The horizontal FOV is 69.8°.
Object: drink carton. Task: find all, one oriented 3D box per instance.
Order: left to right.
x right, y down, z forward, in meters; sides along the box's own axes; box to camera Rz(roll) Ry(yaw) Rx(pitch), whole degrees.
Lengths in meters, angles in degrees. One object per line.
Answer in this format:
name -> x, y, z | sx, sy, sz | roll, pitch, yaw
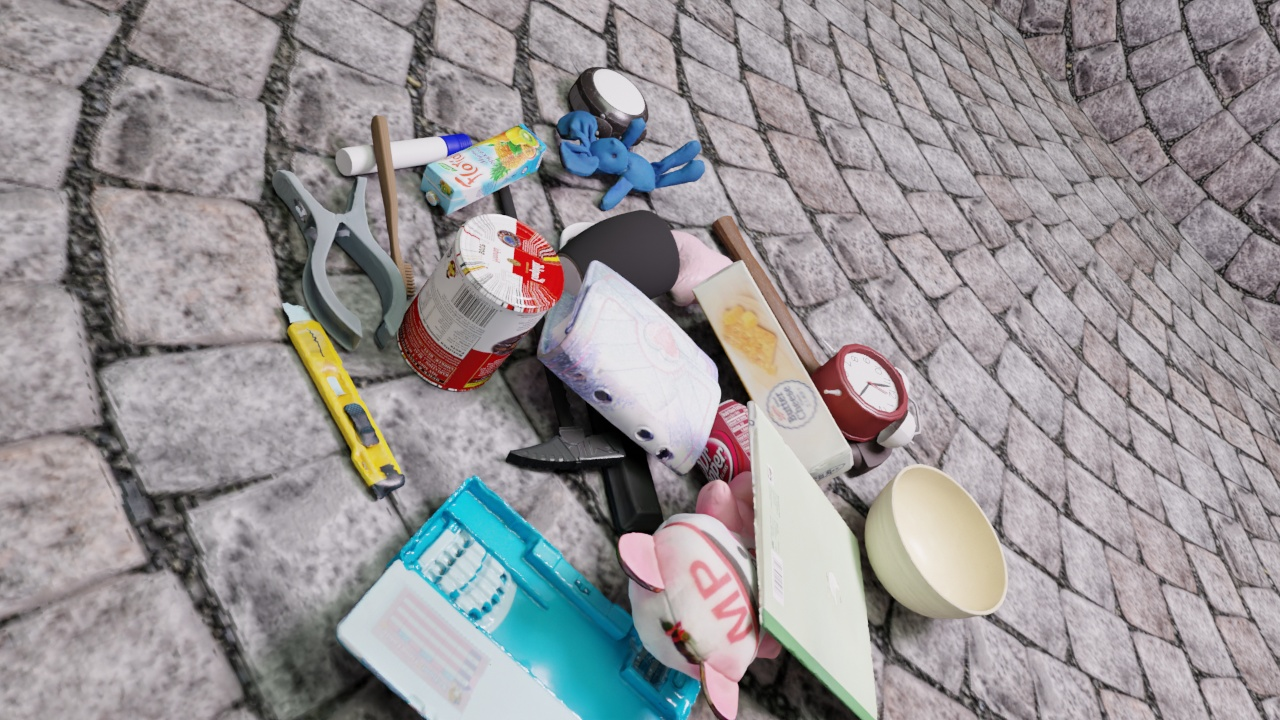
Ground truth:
drink carton -> -0.143, -0.176, 0.839 | 0.044, 0.039, 0.128 | 44, 48, 9

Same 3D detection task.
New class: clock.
clock -> -0.031, -0.284, 1.026 | 0.091, 0.044, 0.122 | 2, 57, -39
clock -> 0.233, 0.036, 0.938 | 0.137, 0.048, 0.096 | 22, 47, -19

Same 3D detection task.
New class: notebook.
notebook -> 0.142, 0.172, 0.737 | 0.252, 0.010, 0.181 | 50, 32, -43

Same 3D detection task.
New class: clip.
clip -> -0.217, -0.081, 0.722 | 0.107, 0.028, 0.163 | -7, 63, -45

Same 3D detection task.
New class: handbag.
handbag -> -0.004, 0.004, 0.760 | 0.158, 0.069, 0.126 | 42, 29, -21

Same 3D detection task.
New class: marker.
marker -> -0.206, -0.182, 0.814 | 0.132, 0.023, 0.027 | -24, 97, -48

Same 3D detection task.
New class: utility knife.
utility knife -> -0.213, 0.025, 0.650 | 0.030, 0.017, 0.163 | -13, 64, -55

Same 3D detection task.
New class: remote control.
remote control -> -0.014, 0.073, 0.771 | 0.047, 0.022, 0.150 | 7, 54, -36

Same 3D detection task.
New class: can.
can -> -0.123, -0.042, 0.699 | 0.086, 0.117, 0.086 | 22, 46, -25
can -> 0.091, 0.096, 0.809 | 0.063, 0.063, 0.114 | -18, 71, -46

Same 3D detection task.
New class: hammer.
hammer -> -0.099, -0.050, 0.799 | 0.094, 0.015, 0.324 | -1, 56, -27
hammer -> 0.167, -0.023, 0.995 | 0.115, 0.033, 0.322 | -12, 66, -43

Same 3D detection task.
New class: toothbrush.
toothbrush -> -0.205, -0.128, 0.756 | 0.016, 0.016, 0.166 | 2, 69, -43

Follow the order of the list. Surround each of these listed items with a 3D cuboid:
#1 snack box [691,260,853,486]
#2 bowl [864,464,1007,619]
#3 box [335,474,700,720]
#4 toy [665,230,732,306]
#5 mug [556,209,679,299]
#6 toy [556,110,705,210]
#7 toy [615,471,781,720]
snack box -> 0.126, 0.016, 0.870 | 0.207, 0.057, 0.104 | 63, 6, 19
bowl -> 0.270, 0.183, 0.881 | 0.150, 0.076, 0.150 | 22, 47, -26
box -> -0.074, 0.201, 0.592 | 0.227, 0.056, 0.184 | 43, 30, -3
toy -> 0.060, -0.092, 0.940 | 0.095, 0.053, 0.099 | 5, 49, -29
mug -> -0.039, -0.095, 0.852 | 0.100, 0.085, 0.119 | -23, 44, -35
toy -> -0.019, -0.216, 0.965 | 0.176, 0.071, 0.112 | 3, 56, -30
toy -> 0.058, 0.163, 0.675 | 0.212, 0.084, 0.142 | -21, 90, -66
